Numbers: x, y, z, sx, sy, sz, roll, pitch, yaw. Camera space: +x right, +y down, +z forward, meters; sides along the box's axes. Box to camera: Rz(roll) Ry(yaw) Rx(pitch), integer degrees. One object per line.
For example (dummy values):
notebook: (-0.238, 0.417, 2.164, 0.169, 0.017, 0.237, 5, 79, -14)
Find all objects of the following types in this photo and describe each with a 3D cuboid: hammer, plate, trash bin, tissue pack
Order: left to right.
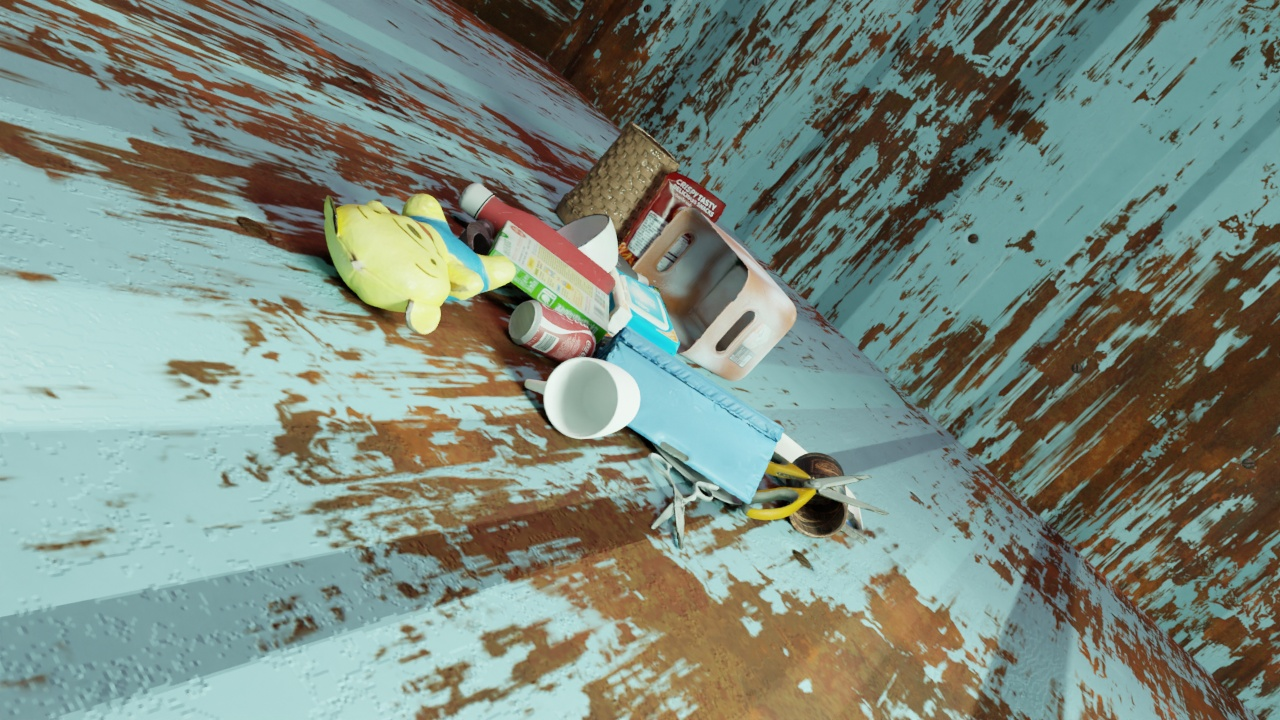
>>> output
hammer: (-0.105, -0.063, 1.171, 0.314, 0.035, 0.137, 39, 17, -7)
trash bin: (-0.035, -0.313, 1.677, 0.151, 0.210, 0.151, 37, 16, -13)
tissue pack: (-0.013, -0.065, 1.331, 0.117, 0.066, 0.209, 32, 20, -24)
plate: (0.060, 0.112, 1.112, 0.178, 0.012, 0.178, 37, 16, -13)
trash bin: (0.120, -0.109, 1.543, 0.157, 0.182, 0.259, 29, 19, -39)
plate: (0.251, 0.178, 1.361, 0.187, 0.016, 0.186, 40, 16, -1)

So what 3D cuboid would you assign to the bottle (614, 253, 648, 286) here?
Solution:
bottle: (-0.053, -0.147, 1.489, 0.173, 0.046, 0.083, 23, 24, -47)

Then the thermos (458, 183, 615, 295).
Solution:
thermos: (-0.145, -0.154, 1.249, 0.240, 0.073, 0.073, 38, 16, -4)

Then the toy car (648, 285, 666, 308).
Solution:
toy car: (0.012, -0.090, 1.484, 0.032, 0.048, 0.105, 30, 20, -21)

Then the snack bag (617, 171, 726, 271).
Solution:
snack bag: (0.047, -0.224, 1.629, 0.139, 0.208, 0.066, 29, 19, -32)

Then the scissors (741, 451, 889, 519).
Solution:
scissors: (0.188, 0.148, 1.130, 0.224, 0.016, 0.229, -6, 25, -34)

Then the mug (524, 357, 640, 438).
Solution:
mug: (-0.061, 0.036, 0.952, 0.114, 0.081, 0.087, 12, 1, 18)

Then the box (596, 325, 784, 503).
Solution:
box: (0.039, 0.073, 1.072, 0.231, 0.094, 0.112, 34, 61, -10)

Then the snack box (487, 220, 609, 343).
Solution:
snack box: (-0.111, -0.099, 1.139, 0.168, 0.027, 0.131, 37, 18, -15)

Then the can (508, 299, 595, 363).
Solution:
can: (-0.100, -0.030, 1.053, 0.096, 0.054, 0.054, 25, 22, -42)

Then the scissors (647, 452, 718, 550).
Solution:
scissors: (0.050, 0.152, 0.962, 0.147, 0.014, 0.141, 23, 27, -35)

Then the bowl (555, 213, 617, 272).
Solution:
bowl: (-0.084, -0.158, 1.344, 0.116, 0.116, 0.066, -108, 172, -62)

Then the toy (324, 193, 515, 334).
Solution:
toy: (-0.226, -0.098, 0.902, 0.149, 0.084, 0.213, 39, 18, 1)

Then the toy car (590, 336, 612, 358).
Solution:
toy car: (-0.007, 0.007, 1.149, 0.120, 0.056, 0.043, 24, 6, -14)

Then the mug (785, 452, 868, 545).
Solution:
mug: (0.247, 0.187, 1.208, 0.116, 0.080, 0.107, 34, 17, -2)
